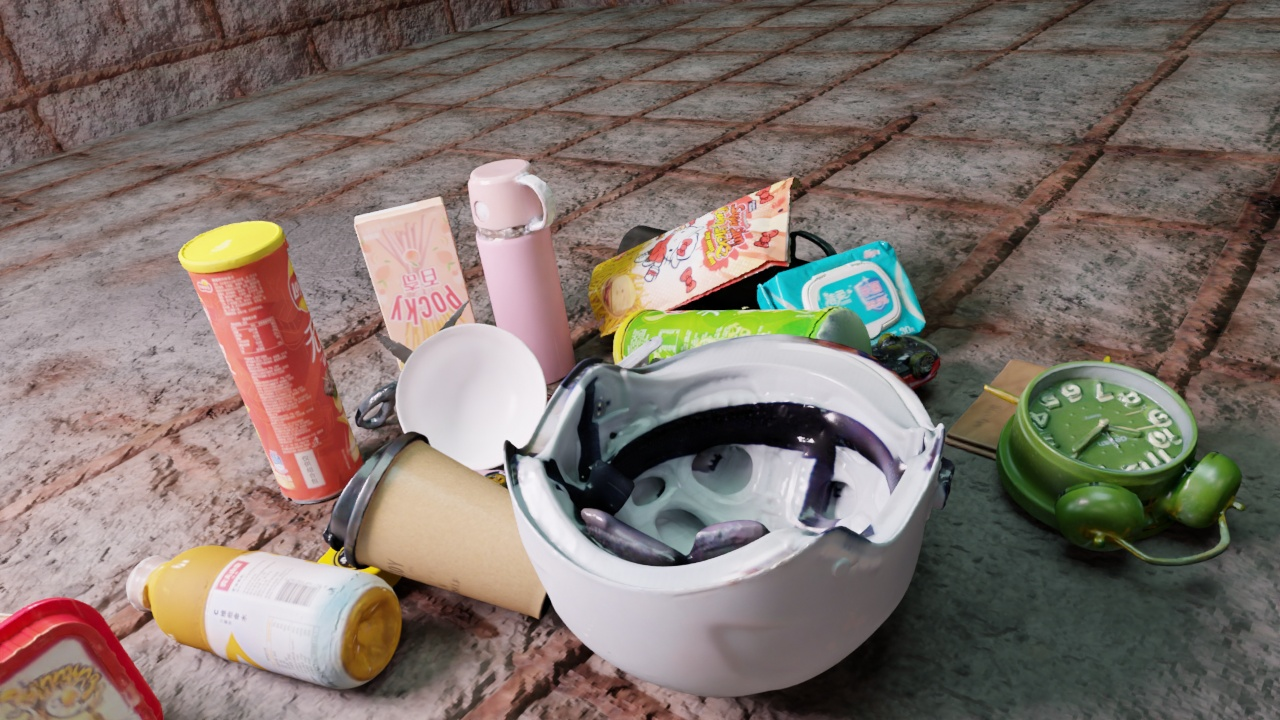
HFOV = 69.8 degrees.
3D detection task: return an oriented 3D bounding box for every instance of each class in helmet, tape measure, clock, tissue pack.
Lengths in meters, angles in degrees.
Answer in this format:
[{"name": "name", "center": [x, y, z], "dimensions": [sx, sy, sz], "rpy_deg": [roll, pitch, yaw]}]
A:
[{"name": "helmet", "center": [0.053, 0.091, 0.523], "dimensions": [0.229, 0.146, 0.257], "rpy_deg": [9, 24, 22]}, {"name": "tape measure", "center": [-0.189, 0.142, 0.624], "dimensions": [0.057, 0.029, 0.059], "rpy_deg": [1, 30, 19]}, {"name": "clock", "center": [0.297, 0.064, 0.576], "dimensions": [0.116, 0.056, 0.161], "rpy_deg": [-14, 42, -5]}, {"name": "tissue pack", "center": [0.168, -0.040, 0.777], "dimensions": [0.133, 0.093, 0.050], "rpy_deg": [-20, -12, -18]}]

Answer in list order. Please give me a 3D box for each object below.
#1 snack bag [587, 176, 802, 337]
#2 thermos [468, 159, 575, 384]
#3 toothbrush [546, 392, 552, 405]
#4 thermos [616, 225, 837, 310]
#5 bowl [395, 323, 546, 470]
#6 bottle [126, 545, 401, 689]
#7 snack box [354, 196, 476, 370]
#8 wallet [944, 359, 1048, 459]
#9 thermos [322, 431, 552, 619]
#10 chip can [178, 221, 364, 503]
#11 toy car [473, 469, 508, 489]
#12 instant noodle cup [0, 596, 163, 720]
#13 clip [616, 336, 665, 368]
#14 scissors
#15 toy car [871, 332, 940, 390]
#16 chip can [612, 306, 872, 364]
[{"name": "snack bag", "center": [0.051, -0.091, 0.844], "dimensions": [0.208, 0.073, 0.128], "rpy_deg": [-24, 31, 33]}, {"name": "thermos", "center": [-0.098, -0.075, 0.814], "dimensions": [0.087, 0.199, 0.067], "rpy_deg": [16, 37, 35]}, {"name": "toothbrush", "center": [-0.125, 0.018, 0.842], "dimensions": [0.188, 0.017, 0.016], "rpy_deg": [19, 40, 42]}, {"name": "thermos", "center": [0.088, -0.094, 0.908], "dimensions": [0.243, 0.090, 0.068], "rpy_deg": [16, 18, 39]}, {"name": "bowl", "center": [-0.134, 0.034, 0.752], "dimensions": [0.118, 0.118, 0.065], "rpy_deg": [-11, -11, -4]}, {"name": "bottle", "center": [-0.241, 0.155, 0.575], "dimensions": [0.190, 0.068, 0.067], "rpy_deg": [4, 31, 23]}, {"name": "snack box", "center": [-0.211, -0.072, 0.884], "dimensions": [0.084, 0.157, 0.026], "rpy_deg": [-15, 27, -10]}, {"name": "wallet", "center": [0.297, 0.042, 0.673], "dimensions": [0.101, 0.020, 0.115], "rpy_deg": [17, 41, 42]}, {"name": "thermos", "center": [-0.116, 0.107, 0.579], "dimensions": [0.143, 0.093, 0.092], "rpy_deg": [23, 36, 7]}, {"name": "chip can", "center": [-0.274, 0.006, 0.700], "dimensions": [0.073, 0.217, 0.073], "rpy_deg": [-7, 30, 4]}, {"name": "toy car", "center": [-0.131, 0.100, 0.656], "dimensions": [0.122, 0.056, 0.037], "rpy_deg": [0, 37, 16]}, {"name": "instant noodle cup", "center": [-0.351, 0.196, 0.501], "dimensions": [0.124, 0.117, 0.116], "rpy_deg": [-3, 27, 38]}, {"name": "clip", "center": [-0.004, 0.005, 0.701], "dimensions": [0.056, 0.027, 0.024], "rpy_deg": [-28, 29, -13]}, {"name": "scissors", "center": [-0.182, 0.005, 0.777], "dimensions": [0.159, 0.181, 0.014], "rpy_deg": [-6, 59, -55]}, {"name": "toy car", "center": [0.179, 0.017, 0.723], "dimensions": [0.120, 0.045, 0.053], "rpy_deg": [-24, 33, -14]}, {"name": "chip can", "center": [0.075, -0.006, 0.719], "dimensions": [0.072, 0.072, 0.222], "rpy_deg": [-32, 22, -36]}]
